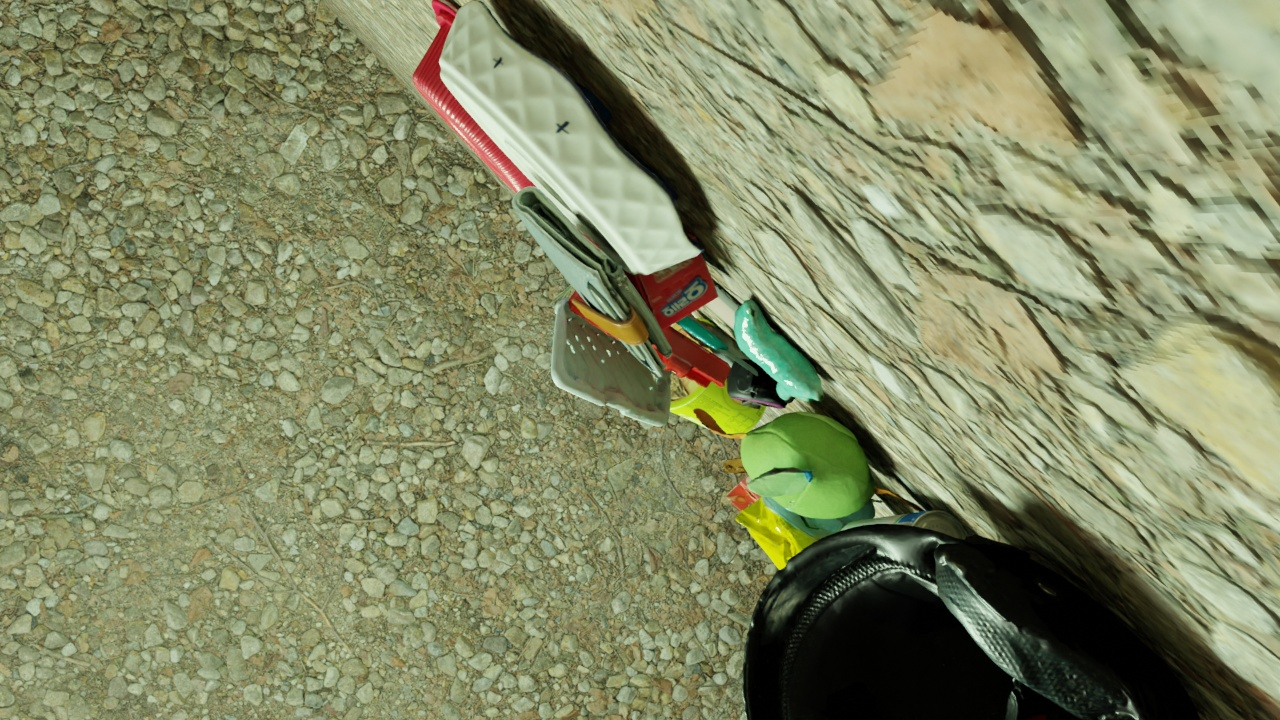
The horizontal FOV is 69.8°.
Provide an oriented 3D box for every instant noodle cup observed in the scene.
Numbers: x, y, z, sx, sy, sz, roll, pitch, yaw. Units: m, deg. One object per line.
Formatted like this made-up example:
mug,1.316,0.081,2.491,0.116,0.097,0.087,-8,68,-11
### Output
instant noodle cup,-0.123,-0.207,0.772,0.194,0.066,0.194,45,178,1
instant noodle cup,0.080,0.028,1.042,0.123,0.112,0.111,34,-173,-40

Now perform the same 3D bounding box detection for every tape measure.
tape measure,0.105,0.022,0.803,0.057,0.039,0.058,13,176,-13

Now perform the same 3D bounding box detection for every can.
can,0.211,0.156,0.761,0.053,0.053,0.135,46,160,-1

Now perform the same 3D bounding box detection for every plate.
plate,-0.048,-0.129,0.574,0.205,0.045,0.205,46,180,-1

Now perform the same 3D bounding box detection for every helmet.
helmet,0.189,0.225,0.542,0.230,0.233,0.275,23,-170,-35

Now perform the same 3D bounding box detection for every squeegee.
squeegee,0.063,-0.034,0.879,0.247,0.040,0.249,45,180,32

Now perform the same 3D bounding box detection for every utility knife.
utility knife,0.028,-0.039,0.793,0.187,0.013,0.029,36,-162,22

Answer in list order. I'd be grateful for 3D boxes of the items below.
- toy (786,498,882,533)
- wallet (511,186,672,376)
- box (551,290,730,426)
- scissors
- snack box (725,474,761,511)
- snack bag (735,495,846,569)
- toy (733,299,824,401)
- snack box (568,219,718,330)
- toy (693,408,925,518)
toy,0.207,0.144,1.009,0.156,0.050,0.161,28,-157,-18
wallet,-0.031,-0.049,0.628,0.106,0.037,0.130,48,177,36
box,-0.008,0.007,0.839,0.095,0.098,0.201,28,180,34
scissors,-0.032,-0.153,0.607,0.162,0.012,0.163,45,180,19
snack box,0.184,0.158,1.119,0.113,0.127,0.044,45,180,-40
snack bag,0.235,0.224,0.980,0.246,0.068,0.158,19,-172,-20
toy,0.102,0.000,0.693,0.092,0.030,0.096,47,170,12
snack box,-0.014,-0.092,0.742,0.207,0.058,0.057,42,161,56
toy,0.151,0.095,0.833,0.227,0.090,0.247,19,172,8
